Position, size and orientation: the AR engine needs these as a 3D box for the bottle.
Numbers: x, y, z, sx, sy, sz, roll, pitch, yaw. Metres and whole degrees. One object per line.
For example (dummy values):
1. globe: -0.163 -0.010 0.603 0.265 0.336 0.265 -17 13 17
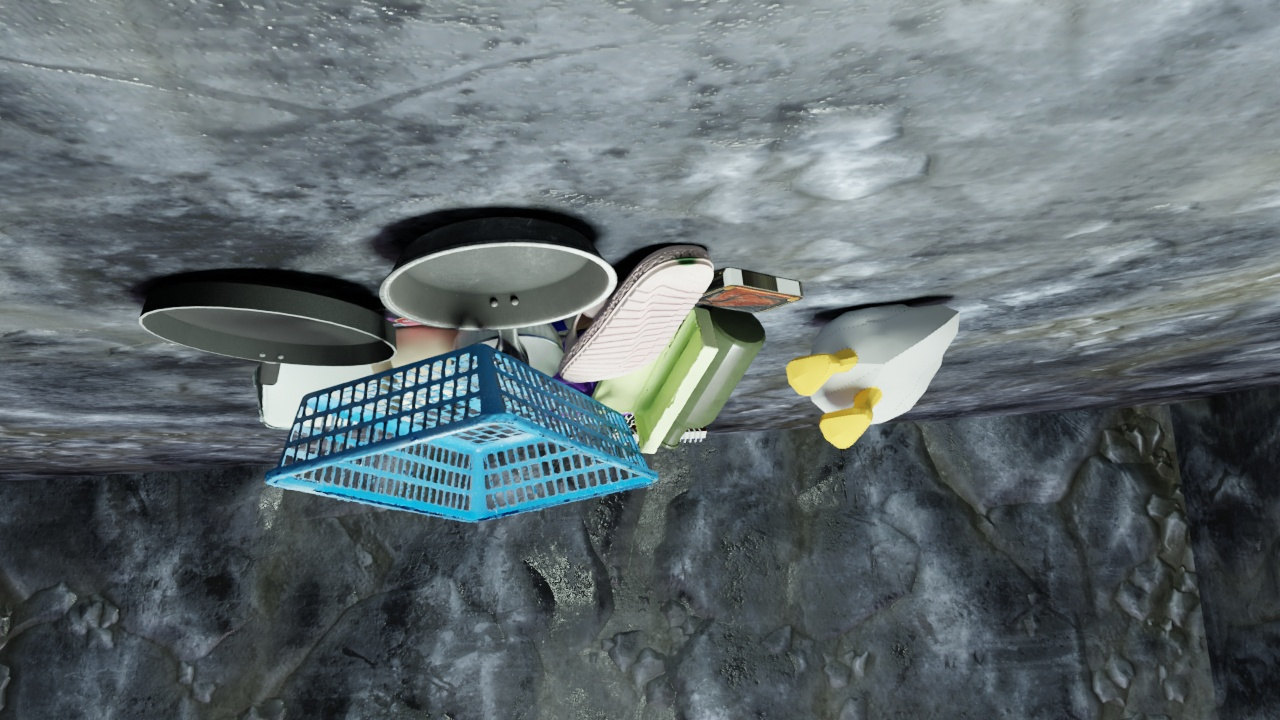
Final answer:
1. bottle: 0.072 0.029 1.085 0.071 0.071 0.207 1 136 -30

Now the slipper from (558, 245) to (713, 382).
1. slipper: -0.010 -0.052 0.886 0.094 0.064 0.240 -2 154 -29

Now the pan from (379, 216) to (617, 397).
1. pan: -0.120 -0.036 0.821 0.187 0.055 0.357 -5 164 -7

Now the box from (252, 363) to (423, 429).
1. box: -0.375 0.038 1.173 0.215 0.122 0.083 -3 149 -39

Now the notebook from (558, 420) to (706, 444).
1. notebook: -0.022 0.065 1.370 0.209 0.171 0.022 -2 128 -16

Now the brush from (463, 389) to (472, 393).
1. brush: -0.241 0.005 1.156 0.089 0.043 0.229 -11 168 3

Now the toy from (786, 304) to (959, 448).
1. toy: 0.288 0.001 1.146 0.247 0.141 0.266 -34 178 40

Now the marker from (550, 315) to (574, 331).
1. marker: -0.045 -0.052 0.975 0.133 0.027 0.023 -10 170 20

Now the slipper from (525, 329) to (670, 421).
1. slipper: -0.007 0.007 1.144 0.266 0.107 0.084 0 148 -23

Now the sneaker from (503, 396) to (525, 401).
1. sneaker: -0.109 0.033 1.279 0.089 0.087 0.235 -11 168 39

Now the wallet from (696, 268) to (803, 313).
1. wallet: 0.105 -0.070 0.943 0.072 0.019 0.122 -18 164 42

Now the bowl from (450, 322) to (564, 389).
1. bowl: -0.141 -0.021 0.960 0.118 0.062 0.118 -9 152 -5

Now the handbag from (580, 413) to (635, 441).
1. handbag: -0.011 0.065 1.251 0.153 0.114 0.125 -26 161 -47

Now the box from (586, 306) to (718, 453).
1. box: 0.016 0.024 1.035 0.091 0.083 0.188 -5 139 -29

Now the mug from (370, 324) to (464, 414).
1. mug: -0.238 0.005 1.015 0.099 0.096 0.120 -19 180 -29

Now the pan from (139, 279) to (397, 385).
1. pan: -0.371 -0.019 0.926 0.225 0.034 0.357 8 166 -22

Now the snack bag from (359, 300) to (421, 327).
1. snack bag: -0.256 -0.049 0.935 0.155 0.018 0.074 -7 170 5

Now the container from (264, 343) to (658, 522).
1. container: -0.163 0.085 0.945 0.258 0.089 0.362 -15 160 19
